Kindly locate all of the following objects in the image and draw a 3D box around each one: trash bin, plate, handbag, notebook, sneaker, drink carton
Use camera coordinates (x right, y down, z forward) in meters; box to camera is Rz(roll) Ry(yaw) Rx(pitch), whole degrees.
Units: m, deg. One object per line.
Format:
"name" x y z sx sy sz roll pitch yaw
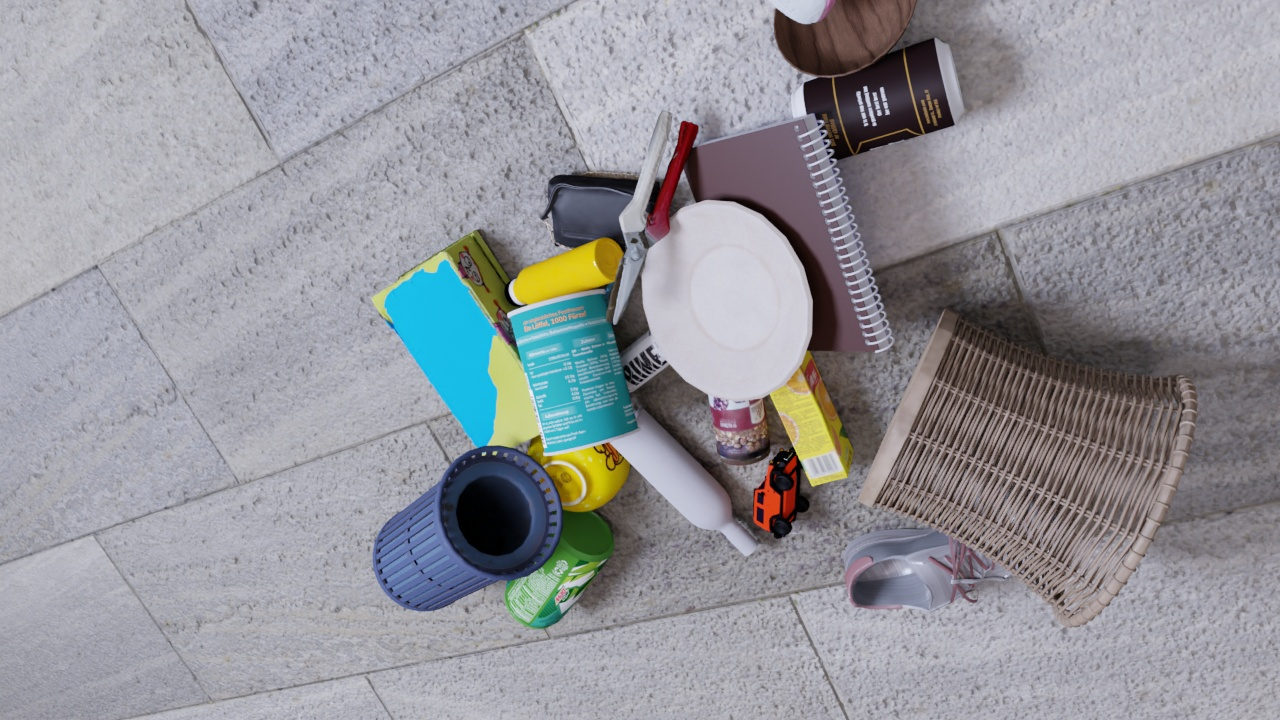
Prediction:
"trash bin" -0.204 0.198 1.027 0.139 0.138 0.250 46 141 -6
"plate" 0.082 -0.056 0.855 0.189 0.027 0.189 16 116 36
"handbag" -0.037 -0.139 0.893 0.128 0.054 0.079 7 121 13
"notebook" 0.128 -0.104 0.823 0.172 0.022 0.209 2 120 54
"sneaker" 0.311 0.204 0.916 0.237 0.089 0.099 -24 105 27
"drink carton" 0.165 0.051 0.911 0.043 0.058 0.134 -19 106 26

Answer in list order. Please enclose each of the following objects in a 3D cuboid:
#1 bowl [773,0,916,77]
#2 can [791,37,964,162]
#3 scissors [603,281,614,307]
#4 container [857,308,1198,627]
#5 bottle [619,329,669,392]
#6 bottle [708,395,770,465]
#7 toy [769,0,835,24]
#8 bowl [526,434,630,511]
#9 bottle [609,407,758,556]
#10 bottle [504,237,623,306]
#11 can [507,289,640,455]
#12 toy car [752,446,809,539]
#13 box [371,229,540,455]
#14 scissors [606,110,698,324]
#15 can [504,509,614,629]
"bowl" 0.170 -0.281 0.746 0.119 0.032 0.119 -6 78 31
"can" 0.197 -0.214 0.764 0.129 0.071 0.072 -13 110 24
"scissors" -0.047 -0.045 0.967 0.118 0.015 0.139 -15 115 25
"container" 0.317 0.080 0.788 0.196 0.226 0.227 24 120 14
"bottle" -0.006 0.006 0.957 0.116 0.041 0.041 -37 99 29
"bottle" 0.099 0.048 0.933 0.056 0.056 0.105 -2 113 20
"toy" 0.100 -0.392 0.689 0.127 0.187 0.265 -37 113 -9
"bowl" -0.076 0.121 1.021 0.117 0.067 0.117 8 117 15
"bottle" 0.053 0.138 0.994 0.195 0.052 0.053 45 120 -6
"bottle" -0.080 -0.083 0.915 0.144 0.043 0.043 -14 110 42
"can" -0.066 0.012 0.911 0.099 0.099 0.144 -14 90 24
"toy car" 0.146 0.137 0.961 0.049 0.051 0.100 18 127 30
"box" -0.173 -0.015 0.987 0.125 0.079 0.221 -28 101 28
"scissors" 0.010 -0.128 0.844 0.140 0.015 0.189 -19 115 -15
"can" -0.098 0.244 1.079 0.083 0.082 0.144 34 121 1
